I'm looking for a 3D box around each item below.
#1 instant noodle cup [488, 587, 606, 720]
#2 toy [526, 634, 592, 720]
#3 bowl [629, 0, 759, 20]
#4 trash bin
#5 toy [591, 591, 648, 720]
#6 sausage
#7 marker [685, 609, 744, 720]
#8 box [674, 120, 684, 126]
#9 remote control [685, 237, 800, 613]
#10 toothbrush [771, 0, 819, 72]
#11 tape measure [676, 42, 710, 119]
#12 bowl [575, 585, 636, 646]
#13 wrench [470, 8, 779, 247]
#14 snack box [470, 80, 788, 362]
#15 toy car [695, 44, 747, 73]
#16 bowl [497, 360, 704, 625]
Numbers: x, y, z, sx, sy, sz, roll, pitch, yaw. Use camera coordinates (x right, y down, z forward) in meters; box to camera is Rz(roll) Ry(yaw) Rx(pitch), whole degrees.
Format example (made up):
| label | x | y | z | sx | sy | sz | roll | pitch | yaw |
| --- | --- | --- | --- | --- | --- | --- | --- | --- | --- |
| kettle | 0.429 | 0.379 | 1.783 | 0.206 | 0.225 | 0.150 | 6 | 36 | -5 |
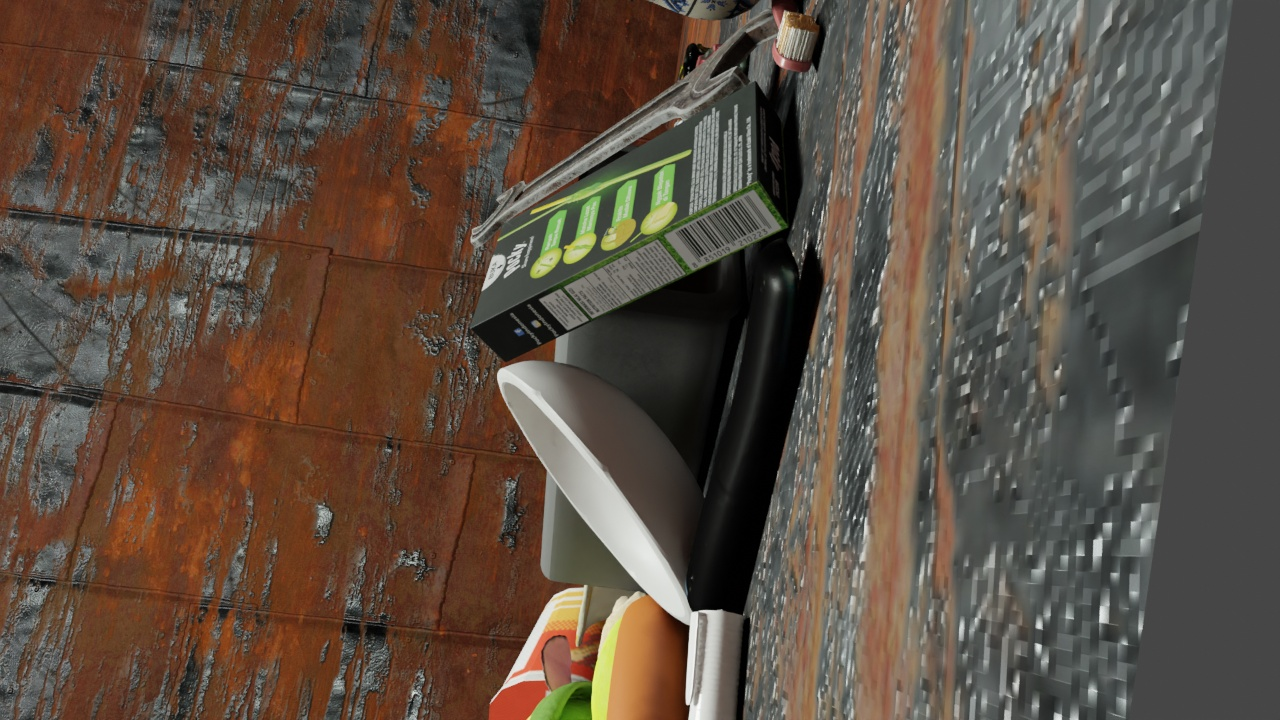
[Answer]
| label | x | y | z | sx | sy | sz | roll | pitch | yaw |
| --- | --- | --- | --- | --- | --- | --- | --- | --- | --- |
| instant noodle cup | -0.058 | 0.282 | 0.826 | 0.120 | 0.123 | 0.124 | -70 | -9 | -57 |
| toy | -0.043 | 0.285 | 0.556 | 0.237 | 0.088 | 0.190 | -84 | -26 | -44 |
| bowl | 0.043 | -0.208 | 0.414 | 0.115 | 0.059 | 0.115 | -160 | 92 | -82 |
| trash bin | -0.003 | 0.003 | 0.585 | 0.191 | 0.097 | 0.220 | -84 | 1 | -54 |
| toy | -0.006 | 0.184 | 0.543 | 0.115 | 0.046 | 0.092 | -109 | 24 | -75 |
| sausage | 0.004 | 0.170 | 0.423 | 0.164 | 0.039 | 0.044 | -84 | -17 | -60 |
| marker | 0.020 | 0.152 | 0.309 | 0.017 | 0.020 | 0.133 | -33 | 45 | 58 |
| box | 0.039 | -0.189 | 0.912 | 0.202 | 0.044 | 0.086 | -82 | 3 | -66 |
| remote control | 0.037 | 0.031 | 0.335 | 0.041 | 0.020 | 0.152 | -88 | 6 | -65 |
| toothbrush | 0.067 | -0.167 | 0.424 | 0.184 | 0.015 | 0.016 | -82 | 4 | -57 |
| tape measure | 0.057 | -0.271 | 0.921 | 0.063 | 0.038 | 0.067 | 134 | 142 | -73 |
| bowl | -0.011 | 0.138 | 0.793 | 0.189 | 0.060 | 0.218 | 103 | 175 | -62 |
| wrench | -0.023 | -0.123 | 0.533 | 0.274 | 0.010 | 0.069 | -19 | 36 | 48 |
| snack box | -0.006 | -0.061 | 0.414 | 0.025 | 0.148 | 0.080 | 47 | -148 | -33 |
| toy car | 0.052 | -0.170 | 0.625 | 0.042 | 0.036 | 0.091 | 107 | 166 | -75 |
| bowl | -0.008 | 0.054 | 0.439 | 0.043 | 0.149 | 0.150 | -37 | -12 | -15 |
